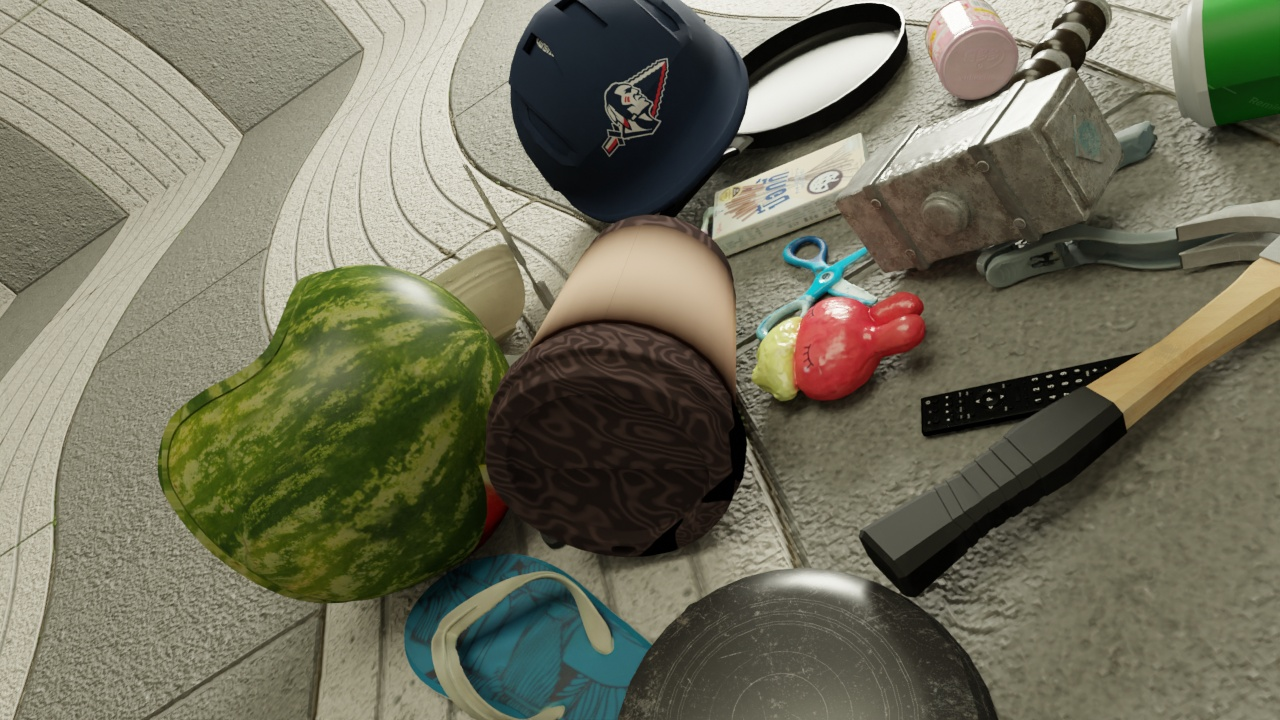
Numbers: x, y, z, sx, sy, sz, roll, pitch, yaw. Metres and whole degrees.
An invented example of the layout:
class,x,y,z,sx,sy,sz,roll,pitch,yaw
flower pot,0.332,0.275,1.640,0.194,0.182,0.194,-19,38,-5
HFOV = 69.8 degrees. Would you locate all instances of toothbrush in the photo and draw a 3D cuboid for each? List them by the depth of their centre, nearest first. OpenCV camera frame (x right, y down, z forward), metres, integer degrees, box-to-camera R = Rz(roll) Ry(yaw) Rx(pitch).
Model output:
class,x,y,z,sx,sy,sz,roll,pitch,yaw
toothbrush,0.056,-0.092,0.856,0.022,0.015,0.154,-48,21,44
toothbrush,-0.127,-0.121,0.904,0.010,0.181,0.010,0,45,32

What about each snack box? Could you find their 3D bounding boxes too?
class,x,y,z,sx,sy,sz,roll,pitch,yaw
snack box,0.138,-0.151,0.844,0.150,0.026,0.081,-19,38,25

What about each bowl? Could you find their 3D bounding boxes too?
class,x,y,z,sx,sy,sz,roll,pitch,yaw
bowl,-0.174,-0.044,0.928,0.150,0.075,0.151,-36,-2,-1

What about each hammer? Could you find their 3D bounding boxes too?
class,x,y,z,sx,sy,sz,roll,pitch,yaw
hammer,0.264,0.018,0.500,0.328,0.039,0.131,-34,33,-4
hammer,0.299,-0.204,0.698,0.325,0.079,0.177,-49,19,-27

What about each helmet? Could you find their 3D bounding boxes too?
class,x,y,z,sx,sy,sz,roll,pitch,yaw
helmet,-0.209,0.058,0.722,0.243,0.213,0.247,39,92,12
helmet,-0.016,-0.263,0.931,0.232,0.223,0.272,-47,58,8

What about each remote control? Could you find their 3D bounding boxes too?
class,x,y,z,sx,sy,sz,roll,pitch,yaw
remote control,0.242,0.021,0.562,0.140,0.009,0.030,-15,40,29

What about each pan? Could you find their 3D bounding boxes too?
class,x,y,z,sx,sy,sz,roll,pitch,yaw
pan,0.012,0.233,0.453,0.356,0.040,0.207,-35,41,-10
pan,0.136,-0.259,0.966,0.226,0.034,0.355,17,60,50

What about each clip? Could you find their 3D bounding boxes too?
class,x,y,z,sx,sy,sz,roll,pitch,yaw
clip,0.331,-0.101,0.615,0.166,0.032,0.164,13,57,49

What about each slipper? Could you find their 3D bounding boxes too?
class,x,y,z,sx,sy,sz,roll,pitch,yaw
slipper,-0.074,0.188,0.603,0.295,0.060,0.118,13,54,48

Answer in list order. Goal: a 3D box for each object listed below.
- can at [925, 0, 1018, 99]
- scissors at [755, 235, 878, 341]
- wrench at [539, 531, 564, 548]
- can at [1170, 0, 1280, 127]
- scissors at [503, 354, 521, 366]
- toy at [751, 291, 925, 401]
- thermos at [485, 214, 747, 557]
class,x,y,z,sx,sy,sz,roll,pitch,yaw
can,0.295,-0.279,0.820,0.067,0.067,0.076,-22,37,21
scissors,0.144,-0.067,0.753,0.134,0.011,0.140,-35,33,7
wrench,-0.104,0.072,0.804,0.073,0.018,0.273,-36,36,1
can,0.431,-0.208,0.597,0.140,0.088,0.087,-4,46,38
scissors,-0.085,0.002,0.829,0.225,0.016,0.230,-41,31,-1
toy,0.140,-0.012,0.659,0.135,0.045,0.091,-18,40,35
thermos,-0.004,0.004,0.672,0.173,0.173,0.225,-19,32,24
